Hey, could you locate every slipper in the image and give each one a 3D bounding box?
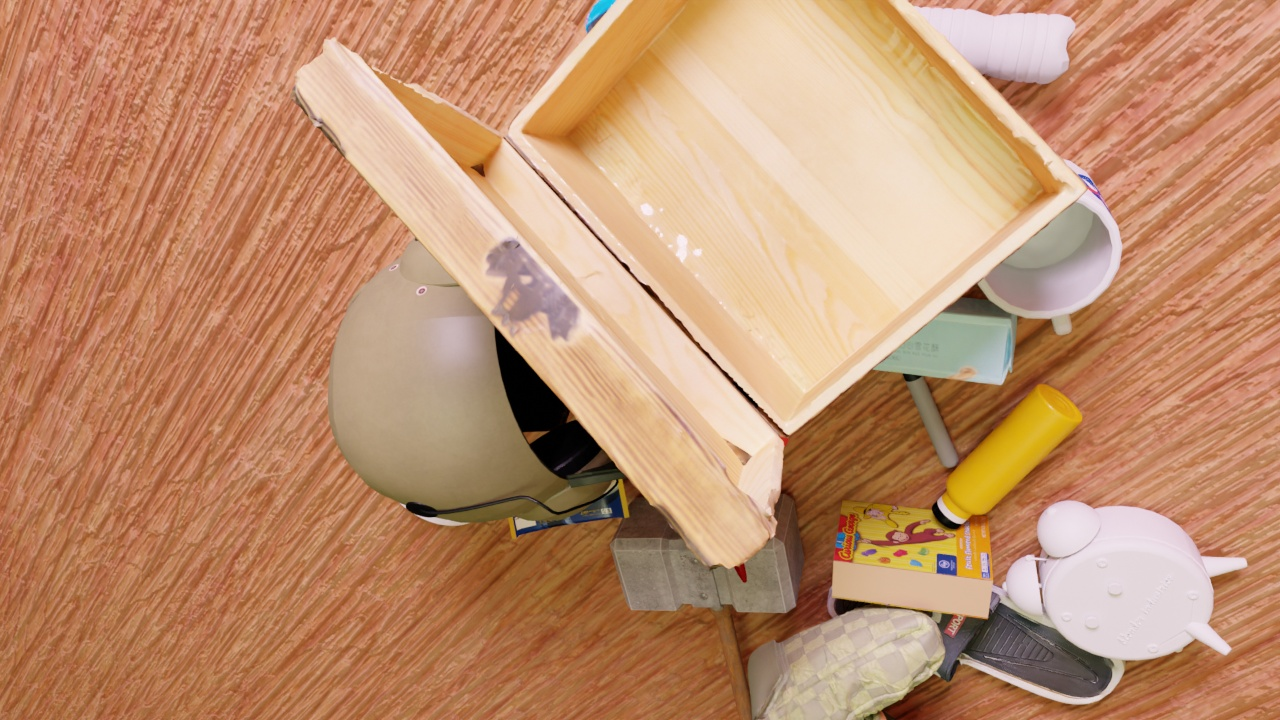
[{"bbox_3d":[0.304,0.255,0.838,0.264,0.063,0.111,18,120,6],"label":"slipper"}]

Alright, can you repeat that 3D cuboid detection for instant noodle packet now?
[{"bbox_3d":[-0.078,0.121,0.897,0.134,0.026,0.087,-15,82,24],"label":"instant noodle packet"}]

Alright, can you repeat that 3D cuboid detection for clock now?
[{"bbox_3d":[0.400,0.190,0.764,0.161,0.072,0.126,19,121,8],"label":"clock"}]

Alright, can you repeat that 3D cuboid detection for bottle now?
[{"bbox_3d":[0.219,-0.216,0.627,0.136,0.044,0.044,9,119,14],"label":"bottle"},{"bbox_3d":[0.297,0.085,0.760,0.043,0.043,0.144,32,122,0],"label":"bottle"}]

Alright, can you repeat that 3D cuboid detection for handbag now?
[{"bbox_3d":[0.179,0.285,0.787,0.186,0.113,0.117,-28,94,8],"label":"handbag"}]

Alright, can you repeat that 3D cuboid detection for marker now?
[{"bbox_3d":[0.236,0.029,0.767,0.016,0.016,0.140,-20,109,26],"label":"marker"}]

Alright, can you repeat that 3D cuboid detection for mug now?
[{"bbox_3d":[0.287,-0.075,0.652,0.091,0.089,0.121,-14,112,24],"label":"mug"}]

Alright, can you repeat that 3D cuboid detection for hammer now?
[{"bbox_3d":[0.090,0.284,0.910,0.163,0.082,0.318,-5,116,20],"label":"hammer"}]

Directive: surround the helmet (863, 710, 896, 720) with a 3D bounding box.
[{"bbox_3d":[0.194,0.422,0.893,0.227,0.153,0.268,-19,135,4],"label":"helmet"}]

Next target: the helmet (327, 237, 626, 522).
[{"bbox_3d":[-0.121,0.005,0.718,0.233,0.255,0.250,-12,111,20],"label":"helmet"}]

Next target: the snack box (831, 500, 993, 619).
[{"bbox_3d":[0.235,0.170,0.798,0.126,0.088,0.040,4,118,16],"label":"snack box"}]

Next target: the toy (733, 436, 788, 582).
[{"bbox_3d":[0.062,0.061,0.765,0.120,0.158,0.197,-15,122,-10],"label":"toy"}]

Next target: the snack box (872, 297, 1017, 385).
[{"bbox_3d":[0.193,-0.023,0.701,0.175,0.074,0.053,7,104,24],"label":"snack box"}]

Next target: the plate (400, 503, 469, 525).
[{"bbox_3d":[-0.213,0.114,0.960,0.135,0.011,0.135,8,119,14],"label":"plate"}]

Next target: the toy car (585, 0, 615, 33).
[{"bbox_3d":[0.006,-0.262,0.681,0.105,0.032,0.048,-22,107,25],"label":"toy car"}]

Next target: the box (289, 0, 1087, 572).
[{"bbox_3d":[0.036,-0.087,0.494,0.279,0.335,0.287,47,112,2],"label":"box"}]
